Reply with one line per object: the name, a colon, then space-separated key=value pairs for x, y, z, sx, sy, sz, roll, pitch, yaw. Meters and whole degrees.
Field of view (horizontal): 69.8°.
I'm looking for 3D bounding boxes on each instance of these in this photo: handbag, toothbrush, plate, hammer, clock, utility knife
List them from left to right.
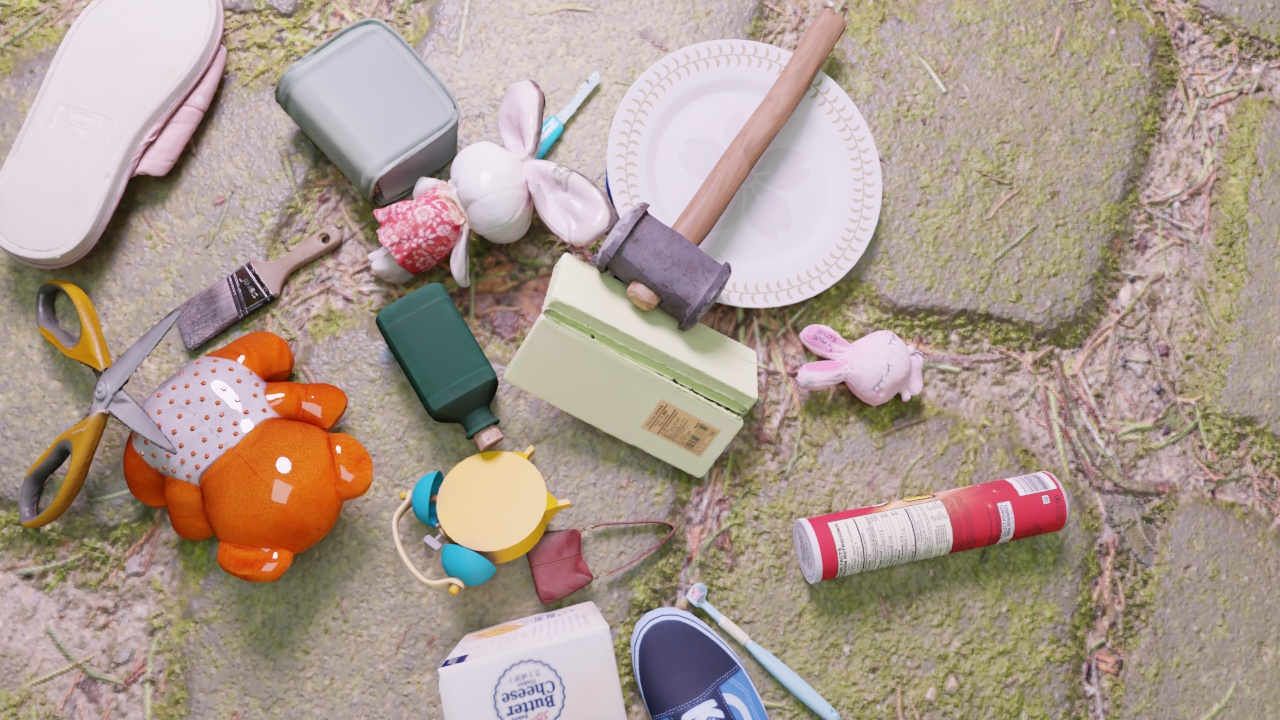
handbag: x=-0.220 y=-0.202 z=0.755 sx=0.106 sy=0.067 sz=0.122 roll=-41 pitch=86 yaw=-20
clock: x=-0.125 y=0.119 z=0.708 sx=0.129 sy=0.044 sz=0.099 roll=-28 pitch=60 yaw=-17
utility knife: x=-0.086 y=-0.191 z=0.792 sx=0.022 sy=0.015 sz=0.161 roll=35 pitch=78 yaw=0
handbag: x=-0.029 y=0.151 z=0.731 sx=0.119 sy=0.029 sz=0.055 roll=-14 pitch=77 yaw=-13
hammer: x=0.086 y=-0.172 z=0.757 sx=0.098 sy=0.052 sz=0.327 roll=35 pitch=71 yaw=-2
plate: x=0.090 y=-0.160 z=0.786 sx=0.242 sy=0.016 sz=0.242 roll=2 pitch=78 yaw=-10
toothbrush: x=0.098 y=0.234 z=0.730 sx=0.155 sy=0.016 sz=0.022 roll=41 pitch=41 yaw=3

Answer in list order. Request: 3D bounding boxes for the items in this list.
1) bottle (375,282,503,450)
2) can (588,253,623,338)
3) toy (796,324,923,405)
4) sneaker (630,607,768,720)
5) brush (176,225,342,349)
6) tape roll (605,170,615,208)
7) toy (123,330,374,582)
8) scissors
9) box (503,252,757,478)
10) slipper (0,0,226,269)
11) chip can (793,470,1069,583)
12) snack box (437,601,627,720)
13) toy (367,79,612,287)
bottle: x=-0.150 y=0.011 z=0.725 sx=0.061 sy=0.061 sz=0.131 roll=-30 pitch=84 yaw=-12
can: x=-0.045 y=-0.043 z=0.760 sx=0.032 sy=0.032 sz=0.095 roll=28 pitch=78 yaw=0
toy: x=0.185 y=0.003 z=0.766 sx=0.110 sy=0.047 sz=0.063 roll=7 pitch=70 yaw=-1
sneaker: x=0.069 y=0.296 z=0.674 sx=0.083 sy=0.098 sz=0.241 roll=-24 pitch=83 yaw=-9
brush: x=-0.310 y=-0.064 z=0.750 sx=0.151 sy=0.012 sz=0.039 roll=-34 pitch=84 yaw=-10
tape roll: x=0.016 y=-0.161 z=0.795 sx=0.093 sy=0.016 sz=0.091 roll=-12 pitch=81 yaw=-7
toy: x=-0.291 y=0.075 z=0.692 sx=0.172 sy=0.093 sz=0.163 roll=39 pitch=75 yaw=15
scissors: x=-0.415 y=0.031 z=0.687 sx=0.225 sy=0.016 sz=0.230 roll=34 pitch=98 yaw=28
box: x=0.001 y=0.003 z=0.723 sx=0.188 sy=0.066 sz=0.127 roll=29 pitch=80 yaw=-14
slipper: x=-0.425 y=-0.196 z=0.742 sx=0.114 sy=0.054 sz=0.274 roll=23 pitch=75 yaw=-1
chip can: x=0.235 y=0.134 z=0.744 sx=0.214 sy=0.052 sz=0.051 roll=-10 pitch=80 yaw=-7
snack box: x=-0.071 y=0.210 z=0.621 sx=0.104 sy=0.208 sz=0.057 roll=-12 pitch=81 yaw=-8
toy: x=-0.132 y=-0.122 z=0.731 sx=0.194 sy=0.084 sz=0.159 roll=-34 pitch=73 yaw=2
